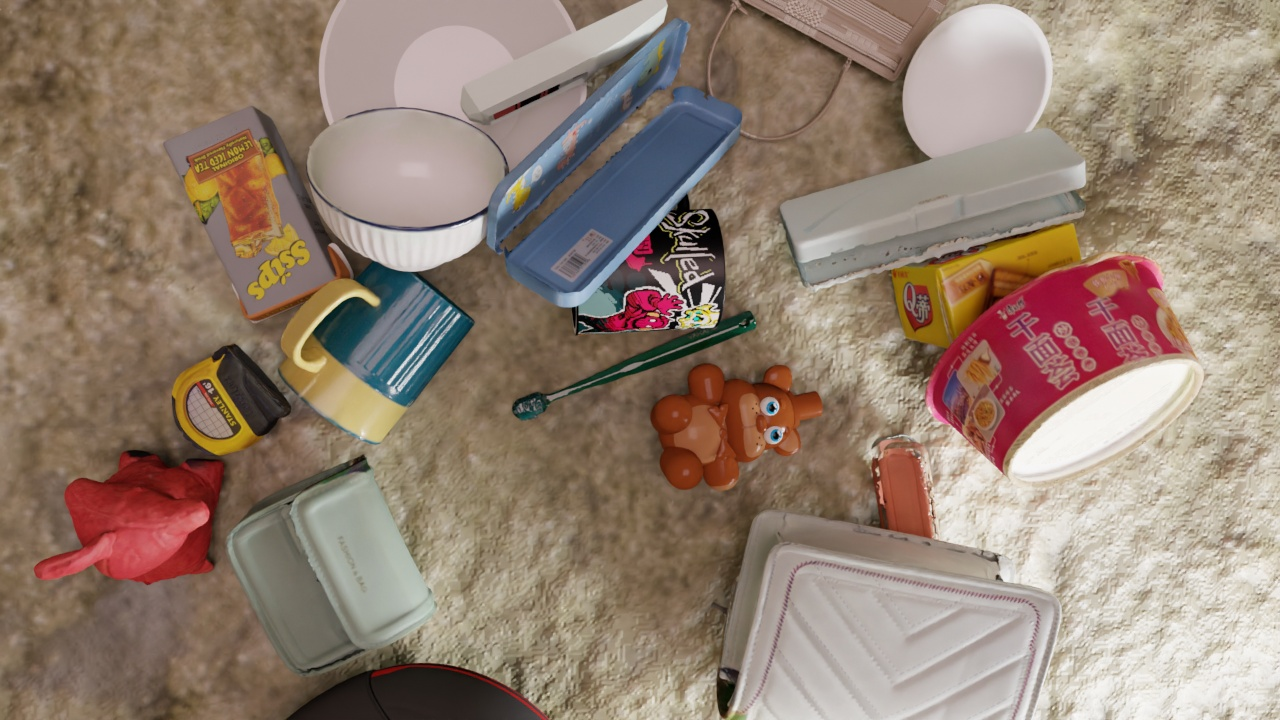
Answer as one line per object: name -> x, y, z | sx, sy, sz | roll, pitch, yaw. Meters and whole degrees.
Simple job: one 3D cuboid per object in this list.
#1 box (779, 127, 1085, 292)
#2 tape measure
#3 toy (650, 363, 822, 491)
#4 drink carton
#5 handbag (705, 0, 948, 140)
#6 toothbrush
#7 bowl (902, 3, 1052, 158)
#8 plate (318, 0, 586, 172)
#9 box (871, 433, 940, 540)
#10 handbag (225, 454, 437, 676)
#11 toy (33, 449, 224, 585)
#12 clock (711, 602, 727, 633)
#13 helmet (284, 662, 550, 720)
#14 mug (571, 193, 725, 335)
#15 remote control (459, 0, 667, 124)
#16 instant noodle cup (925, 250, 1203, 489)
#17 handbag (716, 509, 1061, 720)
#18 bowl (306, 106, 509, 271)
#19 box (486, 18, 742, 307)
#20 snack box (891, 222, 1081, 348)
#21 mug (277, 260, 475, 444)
box -> 0.199, -0.110, 0.642 | 0.199, 0.066, 0.083 | -16, 59, 6
tape measure -> -0.283, 0.030, 0.626 | 0.064, 0.037, 0.065 | -40, 96, -2
toy -> 0.072, 0.046, 0.659 | 0.127, 0.065, 0.095 | -11, 99, -11
drink carton -> -0.252, -0.096, 0.612 | 0.076, 0.048, 0.125 | -24, 98, -4
handbag -> 0.117, -0.250, 0.645 | 0.175, 0.062, 0.198 | 24, 100, -11
toothbrush -> -0.004, 0.004, 0.668 | 0.189, 0.017, 0.016 | -22, 98, -4
bowl -> 0.233, -0.199, 0.659 | 0.110, 0.040, 0.110 | -4, 115, -8
plate -> -0.125, -0.188, 0.625 | 0.174, 0.036, 0.174 | -1, 95, -7
box -> 0.207, 0.148, 0.704 | 0.058, 0.062, 0.188 | -6, 99, 19
handbag -> -0.212, 0.140, 0.631 | 0.106, 0.067, 0.122 | -24, 98, -6
toy -> -0.322, 0.121, 0.589 | 0.088, 0.132, 0.094 | 11, 103, 2
clock -> 0.126, 0.227, 0.689 | 0.113, 0.052, 0.152 | -34, 94, -3
helmet -> -0.134, 0.293, 0.606 | 0.265, 0.164, 0.169 | 31, 79, 1
mug -> 0.000, -0.078, 0.633 | 0.098, 0.082, 0.118 | -4, 77, -7
remote control -> -0.048, -0.188, 0.588 | 0.143, 0.049, 0.024 | -27, 97, -4
instant noodle cup -> 0.293, 0.018, 0.622 | 0.178, 0.179, 0.077 | -18, 54, -5
handbag -> 0.161, 0.190, 0.623 | 0.198, 0.096, 0.142 | 12, 99, -5
bowl -> -0.143, -0.097, 0.569 | 0.118, 0.117, 0.062 | 7, 138, -8
box -> -0.006, -0.128, 0.583 | 0.074, 0.078, 0.208 | 32, 61, 12
snack box -> 0.248, -0.054, 0.659 | 0.105, 0.083, 0.061 | -18, 99, -6
mug -> -0.178, -0.014, 0.598 | 0.083, 0.113, 0.107 | 40, 88, 25
